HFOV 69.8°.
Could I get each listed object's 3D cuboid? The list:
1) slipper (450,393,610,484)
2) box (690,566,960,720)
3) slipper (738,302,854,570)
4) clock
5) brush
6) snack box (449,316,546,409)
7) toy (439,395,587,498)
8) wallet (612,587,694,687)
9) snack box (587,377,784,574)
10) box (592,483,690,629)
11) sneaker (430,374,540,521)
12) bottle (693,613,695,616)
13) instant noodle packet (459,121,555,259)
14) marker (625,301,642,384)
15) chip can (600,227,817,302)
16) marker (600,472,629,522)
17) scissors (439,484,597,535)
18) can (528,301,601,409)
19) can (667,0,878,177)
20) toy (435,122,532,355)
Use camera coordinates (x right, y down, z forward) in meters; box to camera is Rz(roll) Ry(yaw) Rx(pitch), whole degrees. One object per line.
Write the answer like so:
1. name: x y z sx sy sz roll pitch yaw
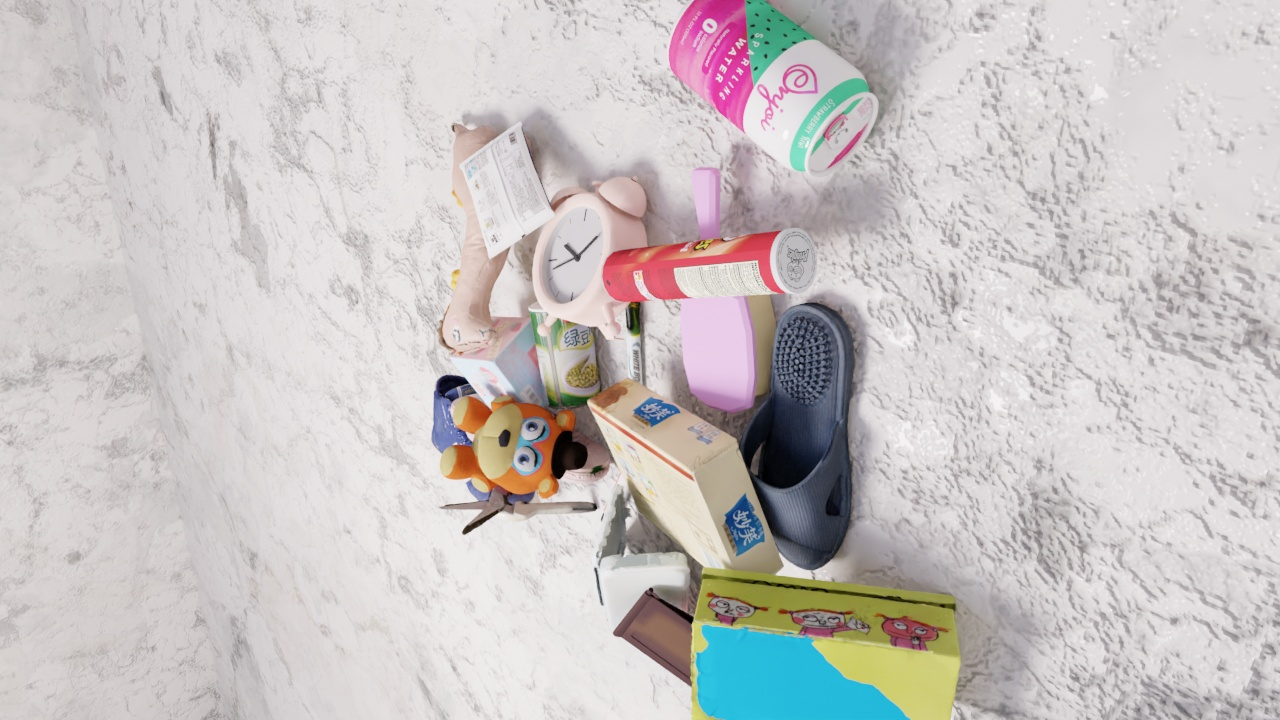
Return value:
1. slipper: -0.137 0.105 1.132 0.239 0.094 0.064 24 119 34
2. box: 0.154 0.259 0.795 0.221 0.082 0.124 4 115 13
3. slipper: 0.131 0.079 0.826 0.101 0.082 0.264 24 122 44
4. clock: -0.045 -0.104 0.947 0.131 0.086 0.160 1 87 49
5. brush: 0.078 -0.065 0.851 0.089 0.043 0.229 13 116 45
6. snack box: -0.154 0.006 1.095 0.095 0.079 0.093 4 137 47
7. toy: -0.140 0.097 1.029 0.176 0.096 0.112 7 73 16
8. wallet: 0.037 0.292 0.955 0.115 0.018 0.092 32 129 1
9. snack box: 0.040 0.116 0.895 0.207 0.055 0.153 28 146 57
10. box: 0.008 0.229 1.002 0.106 0.129 0.211 9 154 5
11. sneaker: -0.205 0.102 1.217 0.233 0.091 0.119 35 128 45
12. bottle: 0.083 0.292 0.987 0.062 0.061 0.138 43 135 28
13. instant noodle packet: -0.145 -0.184 0.982 0.087 0.026 0.134 -30 63 18
14. marker: -0.006 0.006 0.999 0.017 0.017 0.147 19 120 43
15. chip can: 0.051 -0.079 0.799 0.215 0.051 0.052 1 107 49
16. marker: -0.018 0.142 1.069 0.019 0.019 0.146 46 135 26
17. scissors: -0.140 0.166 1.112 0.179 0.196 0.015 19 119 -5
18. can: -0.084 -0.012 1.040 0.067 0.067 0.121 9 113 47
19. can: 0.101 -0.222 0.722 0.166 0.088 0.088 47 136 25
20. toy: -0.197 -0.143 1.070 0.196 0.065 0.264 27 103 44
